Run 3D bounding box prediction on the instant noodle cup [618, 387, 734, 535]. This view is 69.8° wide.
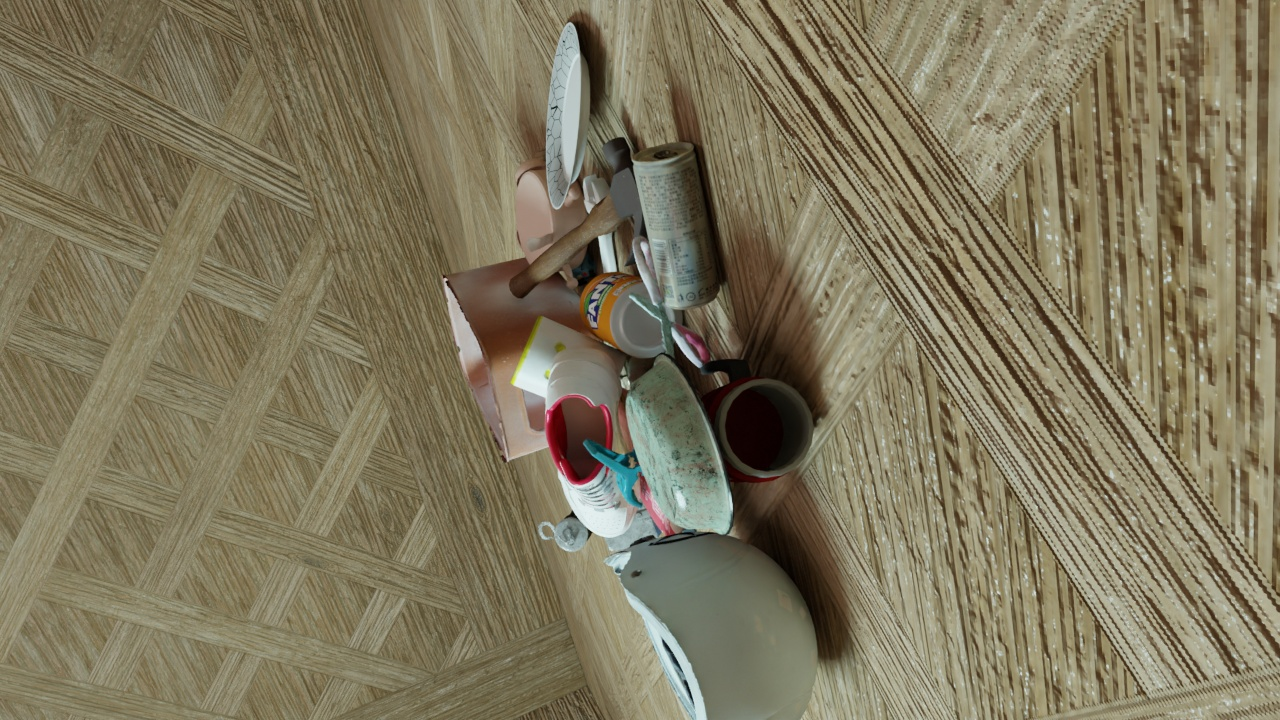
[{"bbox_3d":[0.038,0.100,1.007,0.179,0.077,0.178,160,90,-74],"label":"instant noodle cup"}]

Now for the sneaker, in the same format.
[{"bbox_3d":[-0.054,0.111,0.962,0.104,0.090,0.237,-79,-14,-58],"label":"sneaker"}]

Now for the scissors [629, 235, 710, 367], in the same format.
[{"bbox_3d":[0.019,-0.052,0.841,0.170,0.014,0.173,26,-139,-62],"label":"scissors"}]

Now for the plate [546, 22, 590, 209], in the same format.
[{"bbox_3d":[-0.075,-0.254,0.966,0.189,0.016,0.188,-179,91,-74],"label":"plate"}]

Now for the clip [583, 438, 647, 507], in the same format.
[{"bbox_3d":[0.003,0.098,0.911,0.120,0.104,0.027,77,167,-47],"label":"clip"}]

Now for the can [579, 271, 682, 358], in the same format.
[{"bbox_3d":[-0.014,-0.052,0.986,0.142,0.079,0.079,-151,43,-68],"label":"can"}]

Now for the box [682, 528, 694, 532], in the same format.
[{"bbox_3d":[0.070,0.298,1.266,0.209,0.021,0.125,88,157,-52],"label":"box"}]

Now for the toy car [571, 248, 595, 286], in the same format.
[{"bbox_3d":[-0.089,-0.132,1.247,0.108,0.027,0.060,157,93,-75],"label":"toy car"}]

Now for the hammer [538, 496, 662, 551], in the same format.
[{"bbox_3d":[-0.054,0.184,1.164,0.325,0.080,0.177,-33,-76,-75],"label":"hammer"}]

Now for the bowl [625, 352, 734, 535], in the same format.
[{"bbox_3d":[0.026,0.074,0.749,0.157,0.038,0.157,161,90,-78],"label":"bowl"}]

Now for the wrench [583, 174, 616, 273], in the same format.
[{"bbox_3d":[-0.036,-0.106,1.118,0.066,0.018,0.274,-125,20,-44],"label":"wrench"}]

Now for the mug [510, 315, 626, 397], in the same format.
[{"bbox_3d":[-0.079,0.007,1.014,0.082,0.106,0.082,-159,92,-83],"label":"mug"}]

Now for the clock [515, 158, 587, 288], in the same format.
[{"bbox_3d":[-0.125,-0.178,1.174,0.160,0.086,0.131,-128,36,-55],"label":"clock"}]

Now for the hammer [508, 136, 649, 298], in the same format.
[{"bbox_3d":[-0.073,-0.128,1.009,0.324,0.033,0.115,-26,84,57],"label":"hammer"}]

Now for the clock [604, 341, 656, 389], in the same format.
[{"bbox_3d":[-0.006,0.006,1.082,0.141,0.054,0.093,-148,40,-70],"label":"clock"}]

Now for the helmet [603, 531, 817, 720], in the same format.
[{"bbox_3d":[0.082,0.272,0.913,0.264,0.163,0.236,101,147,-74],"label":"helmet"}]

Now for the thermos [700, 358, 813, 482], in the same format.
[{"bbox_3d":[0.077,0.052,0.800,0.199,0.084,0.108,145,117,-77],"label":"thermos"}]

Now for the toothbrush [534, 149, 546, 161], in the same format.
[{"bbox_3d":[-0.117,-0.267,1.191,0.167,0.016,0.016,-153,46,-70],"label":"toothbrush"}]

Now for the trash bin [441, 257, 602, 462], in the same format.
[{"bbox_3d":[-0.150,-0.013,1.213,0.259,0.157,0.182,-129,27,-55],"label":"trash bin"}]

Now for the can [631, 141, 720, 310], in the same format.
[{"bbox_3d":[0.032,-0.114,0.788,0.054,0.054,0.136,-137,30,-60],"label":"can"}]
